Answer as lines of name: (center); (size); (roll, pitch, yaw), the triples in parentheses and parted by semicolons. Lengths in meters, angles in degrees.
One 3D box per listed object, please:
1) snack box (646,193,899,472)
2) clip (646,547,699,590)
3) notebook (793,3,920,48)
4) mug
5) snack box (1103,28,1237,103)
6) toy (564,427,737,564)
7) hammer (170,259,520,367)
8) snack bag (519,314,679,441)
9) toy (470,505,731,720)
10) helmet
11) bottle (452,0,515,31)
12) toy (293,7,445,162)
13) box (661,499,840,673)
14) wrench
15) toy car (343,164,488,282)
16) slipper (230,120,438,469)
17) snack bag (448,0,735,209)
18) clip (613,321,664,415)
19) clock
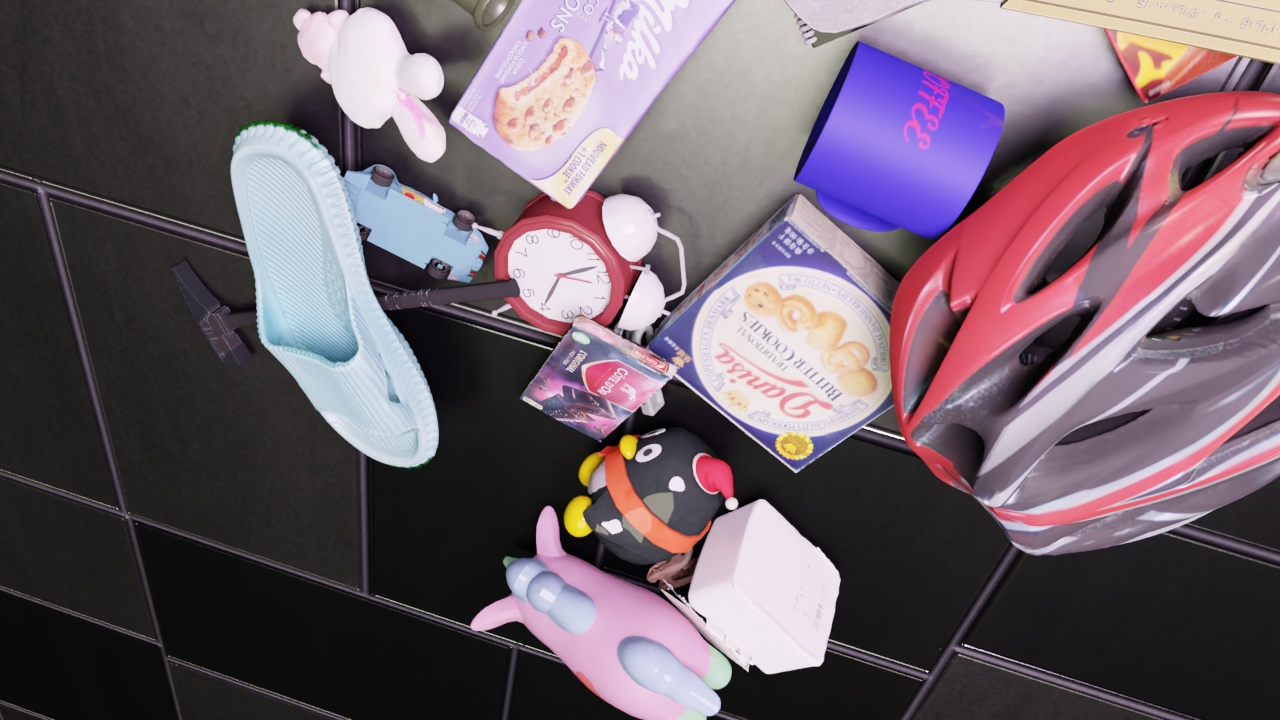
snack box: (0.104, -0.012, 0.612); (0.144, 0.042, 0.145); (39, 126, -11)
clip: (0.029, 0.177, 0.785); (0.047, 0.025, 0.062); (21, 135, 7)
notebook: (0.113, -0.275, 0.438); (0.149, 0.016, 0.207); (-16, 118, 26)
mug: (0.136, -0.112, 0.515); (0.083, 0.079, 0.111); (24, 154, 0)
snack box: (0.287, -0.195, 0.435); (0.133, 0.021, 0.089); (-28, 112, 33)
toy: (0.016, 0.096, 0.688); (0.099, 0.097, 0.119); (41, 117, -13)
hammer: (-0.225, -0.045, 0.680); (0.326, 0.015, 0.095); (-3, 121, 30)
snack bag: (-0.035, 0.016, 0.655); (0.074, 0.018, 0.156); (29, 151, -8)
toy: (-0.028, 0.219, 0.746); (0.171, 0.120, 0.222); (37, 168, -21)
helmet: (0.269, -0.014, 0.482); (0.272, 0.166, 0.217); (-37, 124, 14)
bottle: (-0.152, -0.250, 0.482); (0.207, 0.071, 0.072); (40, 127, 2)
toy: (-0.168, -0.181, 0.577); (0.125, 0.037, 0.076); (34, 134, 18)
box: (0.073, 0.193, 0.735); (0.110, 0.102, 0.131); (43, 134, -15)
wrench: (0.201, -0.180, 0.448); (0.273, 0.018, 0.084); (16, 129, 9)
toy car: (-0.158, -0.098, 0.644); (0.107, 0.027, 0.060); (27, 129, -15)
slipper: (-0.223, -0.027, 0.639); (0.116, 0.069, 0.276); (7, 125, 27)
snack bag: (-0.022, -0.184, 0.518); (0.096, 0.058, 0.206); (37, 127, -12)
clip: (-0.002, 0.004, 0.667); (0.047, 0.023, 0.076); (14, 130, 29)
clock: (-0.038, -0.065, 0.615); (0.138, 0.048, 0.096); (4, 126, 16)
